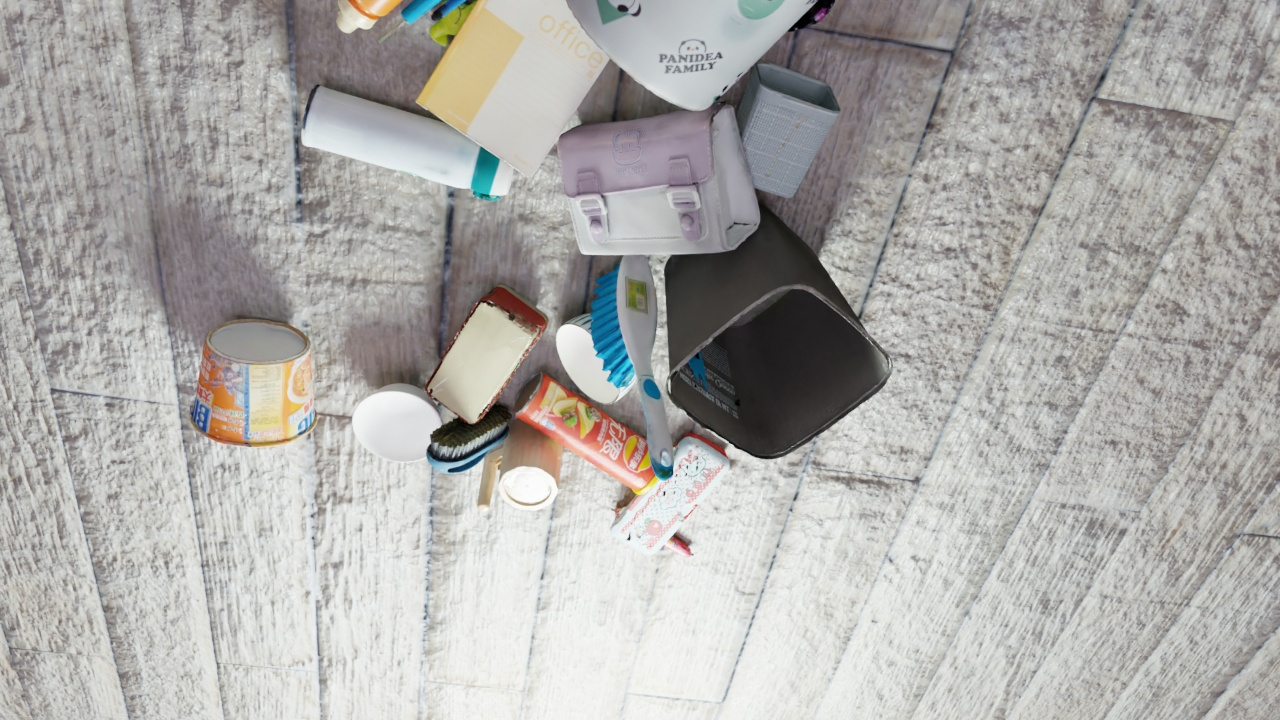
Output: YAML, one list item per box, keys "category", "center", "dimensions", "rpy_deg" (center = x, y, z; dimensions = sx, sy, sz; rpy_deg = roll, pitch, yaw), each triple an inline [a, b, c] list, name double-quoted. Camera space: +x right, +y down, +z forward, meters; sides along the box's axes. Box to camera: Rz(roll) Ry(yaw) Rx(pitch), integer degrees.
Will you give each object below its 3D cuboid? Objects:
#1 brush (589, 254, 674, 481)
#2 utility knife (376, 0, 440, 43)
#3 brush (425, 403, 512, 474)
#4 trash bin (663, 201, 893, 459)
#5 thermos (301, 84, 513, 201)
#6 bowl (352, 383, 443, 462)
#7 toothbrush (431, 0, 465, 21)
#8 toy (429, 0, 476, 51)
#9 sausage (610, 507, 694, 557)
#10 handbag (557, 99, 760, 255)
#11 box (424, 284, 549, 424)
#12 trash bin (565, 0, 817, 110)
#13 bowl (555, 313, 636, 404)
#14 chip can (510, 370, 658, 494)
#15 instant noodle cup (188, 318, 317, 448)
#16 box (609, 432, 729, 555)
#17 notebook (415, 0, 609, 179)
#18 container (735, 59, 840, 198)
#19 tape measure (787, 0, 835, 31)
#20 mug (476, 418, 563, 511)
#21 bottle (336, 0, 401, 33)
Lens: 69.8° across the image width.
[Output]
- category: "brush"
  center: [-0.006, 0.006, 1.015]
  dimensions: [0.060, 0.313, 0.110]
  rpy_deg: [13, 146, -25]
- category: "utility knife"
  center: [-0.204, -0.377, 0.933]
  dimensions: [0.186, 0.034, 0.018]
  rpy_deg: [-30, 129, 21]
- category: "brush"
  center: [-0.225, 0.108, 1.200]
  dimensions: [0.055, 0.143, 0.074]
  rpy_deg: [26, 119, 19]
- category: "trash bin"
  center: [0.132, -0.045, 1.033]
  dimensions: [0.199, 0.219, 0.199]
  rpy_deg: [-40, 125, 22]
- category: "thermos"
  center: [-0.249, -0.235, 1.008]
  dimensions: [0.224, 0.073, 0.073]
  rpy_deg: [15, 123, -10]
- category: "bowl"
  center: [-0.314, 0.070, 1.214]
  dimensions: [0.118, 0.064, 0.118]
  rpy_deg: [0, 125, 0]
- category: "toothbrush"
  center: [-0.133, -0.396, 0.907]
  dimensions: [0.189, 0.016, 0.014]
  rpy_deg: [-35, 102, 7]
- category: "toy"
  center: [-0.173, -0.328, 0.966]
  dimensions: [0.096, 0.031, 0.100]
  rpy_deg: [2, 120, -2]
- category: "sausage"
  center: [0.019, 0.256, 1.368]
  dimensions: [0.156, 0.020, 0.020]
  rpy_deg: [33, 118, -20]
- category: "handbag"
  center: [0.014, -0.189, 0.981]
  dimensions: [0.197, 0.098, 0.145]
  rpy_deg: [2, 118, 35]
- category: "box"
  center: [-0.194, -0.002, 1.146]
  dimensions: [0.091, 0.077, 0.169]
  rpy_deg: [36, 117, -3]
- category: "trash bin"
  center: [0.074, -0.382, 0.823]
  dimensions: [0.229, 0.229, 0.253]
  rpy_deg: [32, 123, -20]
- category: "bowl"
  center: [-0.044, -0.010, 1.148]
  dimensions: [0.066, 0.116, 0.117]
  rpy_deg: [-35, 130, -31]
- category: "chip can"
  center: [-0.067, 0.097, 1.230]
  dimensions: [0.216, 0.073, 0.073]
  rpy_deg: [36, 117, -21]
- category: "instant noodle cup"
  center: [-0.477, 0.023, 1.140]
  dimensions: [0.151, 0.151, 0.112]
  rpy_deg: [11, 115, -7]
- category: "box"
  center: [0.039, 0.191, 1.296]
  dimensions: [0.087, 0.047, 0.202]
  rpy_deg: [30, 113, -18]
- category: "notebook"
  center: [-0.118, -0.315, 0.956]
  dimensions: [0.146, 0.010, 0.206]
  rpy_deg: [32, 103, -20]
- category: "container"
  center: [0.145, -0.246, 0.989]
  dimensions: [0.090, 0.090, 0.112]
  rpy_deg: [16, 125, -10]
- category: "tape measure"
  center: [0.168, -0.363, 0.926]
  dimensions: [0.058, 0.057, 0.039]
  rpy_deg: [-26, 127, 33]
- category: "mug"
  center: [-0.165, 0.146, 1.243]
  dimensions: [0.125, 0.103, 0.084]
  rpy_deg: [-25, 121, 15]
- category: "bottle"
  center: [-0.255, -0.382, 0.915]
  dimensions: [0.150, 0.066, 0.066]
  rpy_deg: [-34, 118, 29]
